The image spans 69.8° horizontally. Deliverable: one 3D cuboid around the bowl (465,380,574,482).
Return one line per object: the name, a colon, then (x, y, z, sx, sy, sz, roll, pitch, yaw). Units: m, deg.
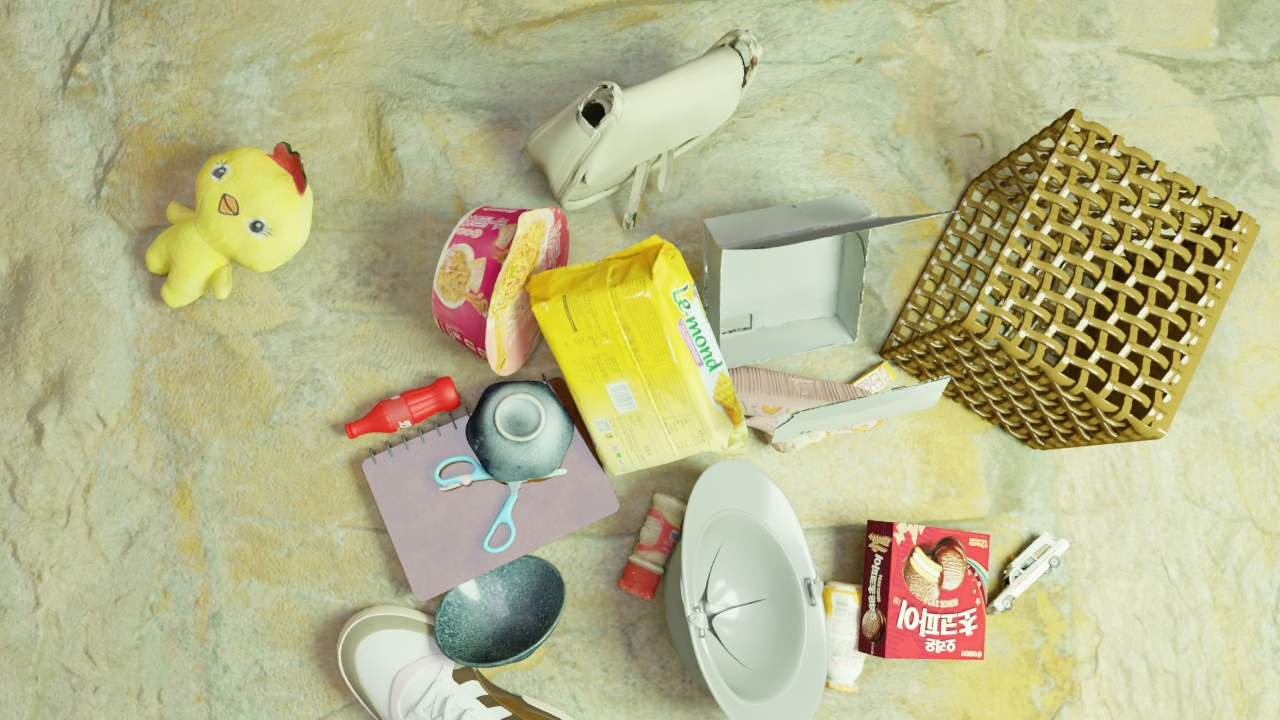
bowl: (-0.121, 0.065, 0.926, 0.110, 0.055, 0.110, 2, 71, -7)

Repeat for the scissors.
scissors: (-0.141, 0.137, 0.937, 0.135, 0.015, 0.129, -5, 79, -4)

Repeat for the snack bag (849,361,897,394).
snack bag: (0.244, 0.035, 1.025, 0.099, 0.020, 0.026, -32, 88, -10)

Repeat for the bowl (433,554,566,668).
bowl: (-0.132, 0.264, 0.918, 0.137, 0.137, 0.057, -23, 125, -10)

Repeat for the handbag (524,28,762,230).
handbag: (0.014, -0.239, 0.966, 0.228, 0.184, 0.132, -32, 89, -27)

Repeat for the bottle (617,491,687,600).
bottle: (0.014, 0.195, 0.964, 0.044, 0.044, 0.109, 23, 79, -3)

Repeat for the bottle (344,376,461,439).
bottle: (-0.249, 0.053, 0.956, 0.119, 0.036, 0.036, -22, 85, -9)

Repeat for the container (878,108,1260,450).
container: (0.434, -0.069, 0.961, 0.214, 0.220, 0.251, 31, 79, -2)

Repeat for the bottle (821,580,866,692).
bottle: (0.214, 0.289, 0.963, 0.063, 0.063, 0.108, 8, 81, -6)

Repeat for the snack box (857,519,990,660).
snack box: (0.300, 0.241, 0.961, 0.152, 0.036, 0.132, 12, 79, -32)

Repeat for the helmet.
helmet: (0.083, 0.244, 0.933, 0.183, 0.118, 0.271, -2, 75, -38)

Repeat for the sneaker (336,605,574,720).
sneaker: (-0.173, 0.346, 0.881, 0.294, 0.116, 0.111, 37, 79, 0)

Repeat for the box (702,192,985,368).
box: (0.166, -0.080, 0.871, 0.167, 0.330, 0.165, -12, 92, -8)

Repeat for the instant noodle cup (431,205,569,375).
instant noodle cup: (-0.144, -0.080, 0.930, 0.078, 0.179, 0.178, 20, 79, 13)

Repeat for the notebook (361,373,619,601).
notebook: (-0.156, 0.127, 0.956, 0.225, 0.024, 0.167, -24, 81, -9)

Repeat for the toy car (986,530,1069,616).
toy car: (0.420, 0.233, 1.010, 0.113, 0.039, 0.039, -37, 67, -10)

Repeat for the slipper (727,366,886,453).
slipper: (0.159, 0.062, 0.978, 0.197, 0.093, 0.082, 7, 110, 6)

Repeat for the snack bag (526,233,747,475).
snack bag: (-0.005, 0.005, 0.901, 0.160, 0.068, 0.247, -13, 114, 23)

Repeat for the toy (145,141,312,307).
toy: (-0.418, -0.138, 0.942, 0.207, 0.092, 0.134, -34, 81, -1)
